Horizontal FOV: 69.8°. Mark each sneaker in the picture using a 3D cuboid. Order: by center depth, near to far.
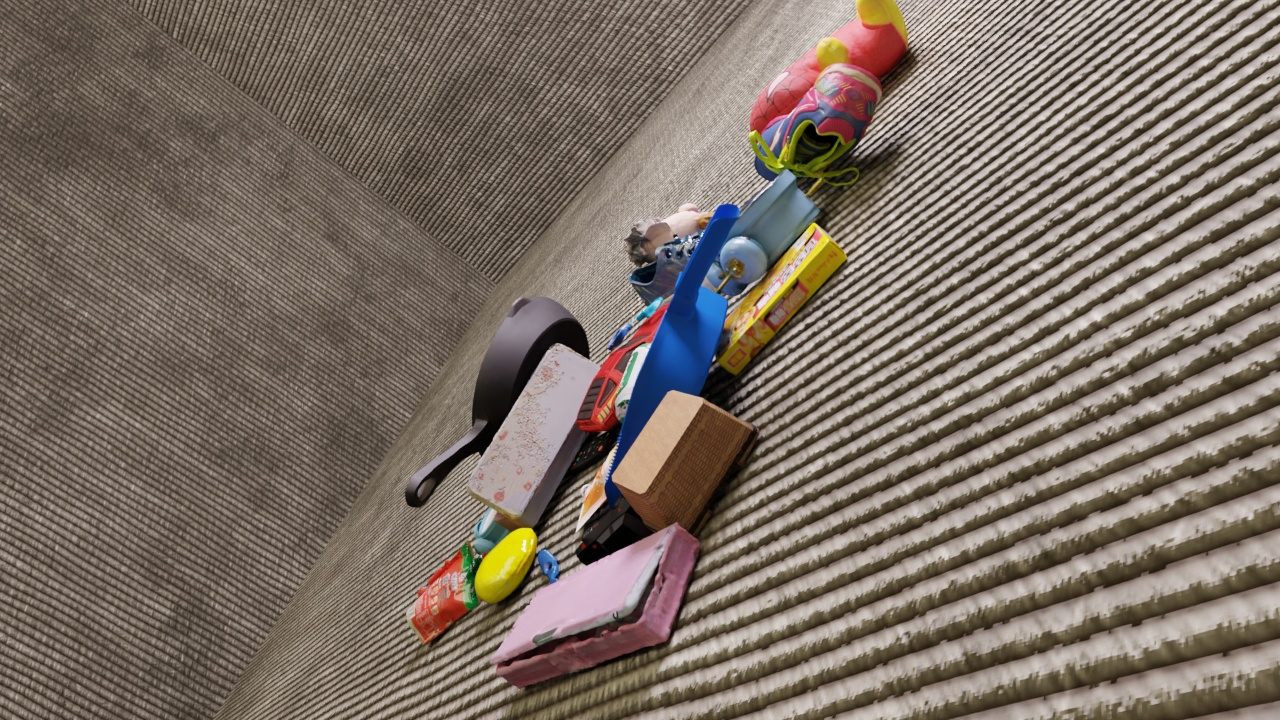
[{"bbox_3d":[0.168,-0.226,0.978,0.242,0.116,0.091,140,152,-76],"label":"sneaker"},{"bbox_3d":[0.064,-0.121,1.108,0.236,0.079,0.087,-35,22,50],"label":"sneaker"}]

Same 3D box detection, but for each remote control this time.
[{"bbox_3d":[-0.068,0.115,1.086,0.125,0.010,0.039,-35,22,49],"label":"remote control"}]

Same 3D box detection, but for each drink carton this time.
[{"bbox_3d":[-0.030,0.118,0.931,0.122,0.039,0.069,-51,14,30],"label":"drink carton"}]

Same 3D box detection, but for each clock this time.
[{"bbox_3d":[0.115,-0.122,0.934,0.162,0.060,0.118,-48,0,-8],"label":"clock"},{"bbox_3d":[-0.182,0.216,1.157,0.123,0.042,0.087,-57,14,3],"label":"clock"}]

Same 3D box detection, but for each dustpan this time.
[{"bbox_3d":[0.043,-0.024,0.825,0.258,0.059,0.244,-62,4,38],"label":"dustpan"}]

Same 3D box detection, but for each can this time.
[{"bbox_3d":[0.006,0.026,0.986,0.053,0.053,0.100,-42,17,36],"label":"can"}]

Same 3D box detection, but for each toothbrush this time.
[{"bbox_3d":[-0.089,0.212,0.919,0.021,0.016,0.132,-53,12,-5],"label":"toothbrush"}]

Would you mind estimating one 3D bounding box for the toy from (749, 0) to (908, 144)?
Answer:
[{"bbox_3d":[0.217,-0.326,1.072,0.217,0.099,0.147,-46,-11,18],"label":"toy"}]

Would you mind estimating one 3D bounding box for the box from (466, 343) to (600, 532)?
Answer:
[{"bbox_3d":[-0.116,0.100,1.107,0.215,0.095,0.108,-60,-9,-25],"label":"box"}]

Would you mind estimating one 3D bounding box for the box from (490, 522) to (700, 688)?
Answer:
[{"bbox_3d":[-0.045,0.200,0.743,0.234,0.046,0.097,-36,22,48],"label":"box"}]

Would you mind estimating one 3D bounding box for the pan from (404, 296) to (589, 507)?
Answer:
[{"bbox_3d":[-0.160,0.067,1.126,0.354,0.043,0.249,-47,-34,-47],"label":"pan"}]

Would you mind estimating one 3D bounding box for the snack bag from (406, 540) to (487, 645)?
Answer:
[{"bbox_3d":[-0.231,0.280,1.123,0.155,0.044,0.087,-46,43,29],"label":"snack bag"}]

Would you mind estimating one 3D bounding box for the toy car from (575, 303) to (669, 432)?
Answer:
[{"bbox_3d":[-0.006,0.006,1.077,0.189,0.056,0.082,-54,16,-17],"label":"toy car"}]

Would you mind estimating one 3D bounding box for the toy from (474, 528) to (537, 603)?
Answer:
[{"bbox_3d":[-0.148,0.225,1.016,0.094,0.041,0.095,-49,15,1],"label":"toy"}]

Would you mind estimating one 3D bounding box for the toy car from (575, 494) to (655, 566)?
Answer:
[{"bbox_3d":[-0.018,0.151,0.782,0.092,0.042,0.036,-47,13,20],"label":"toy car"}]

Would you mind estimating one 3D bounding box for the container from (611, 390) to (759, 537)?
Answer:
[{"bbox_3d":[0.032,0.079,0.730,0.113,0.061,0.063,-56,31,-13],"label":"container"}]

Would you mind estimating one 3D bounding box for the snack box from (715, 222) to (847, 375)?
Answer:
[{"bbox_3d":[0.127,-0.059,0.867,0.152,0.025,0.075,-48,14,16],"label":"snack box"}]

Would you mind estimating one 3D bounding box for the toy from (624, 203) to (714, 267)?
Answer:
[{"bbox_3d":[0.055,-0.165,1.194,0.176,0.132,0.076,-10,85,41],"label":"toy"}]

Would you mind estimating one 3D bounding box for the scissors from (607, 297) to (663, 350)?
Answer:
[{"bbox_3d":[-0.017,-0.041,1.127,0.103,0.015,0.134,-43,8,-15],"label":"scissors"}]
